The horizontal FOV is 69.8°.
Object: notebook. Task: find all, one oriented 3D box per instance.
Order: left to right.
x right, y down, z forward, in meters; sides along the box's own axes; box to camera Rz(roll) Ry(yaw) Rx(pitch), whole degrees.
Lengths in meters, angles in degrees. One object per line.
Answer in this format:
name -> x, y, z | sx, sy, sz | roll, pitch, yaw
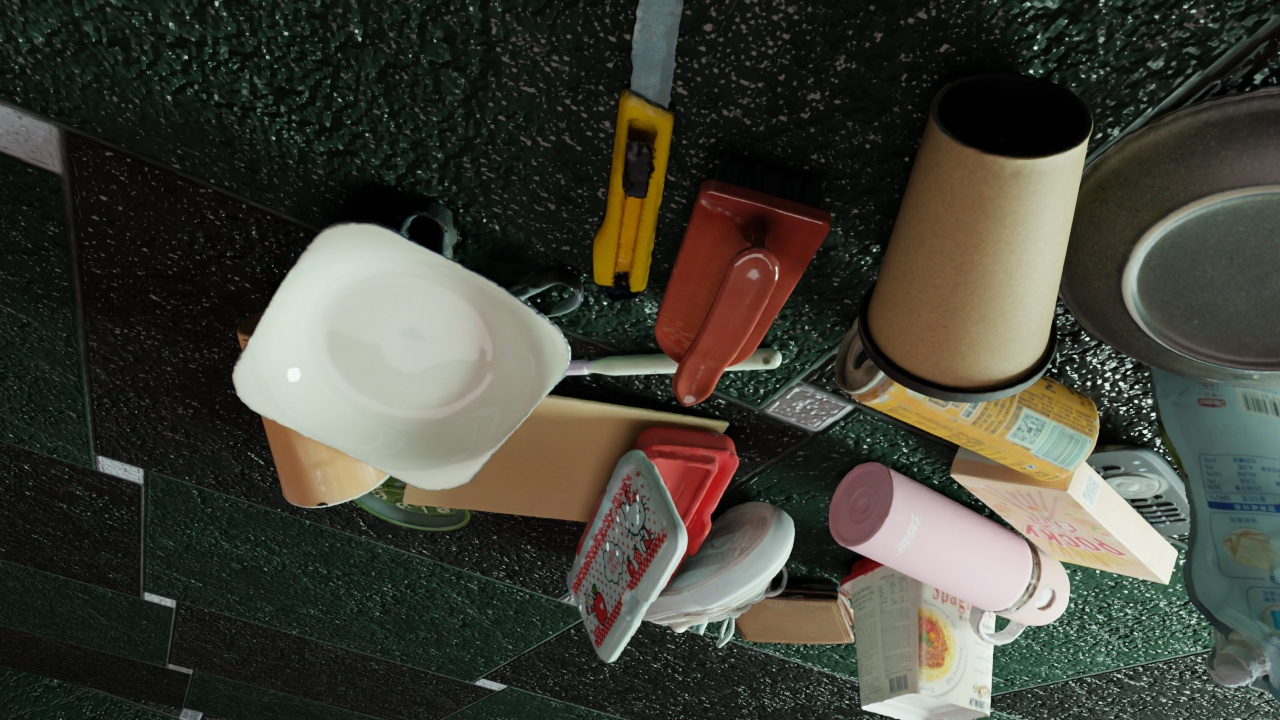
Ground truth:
notebook -> -0.058, 0.074, 0.668 | 0.207, 0.008, 0.148 | 9, 137, -16

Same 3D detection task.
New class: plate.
plate -> -0.141, -0.003, 0.549 | 0.163, 0.034, 0.165 | 31, 121, -24
plate -> 0.276, -0.039, 0.405 | 0.179, 0.024, 0.180 | 18, 146, 12

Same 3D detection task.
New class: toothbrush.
toothbrush -> -0.004, 0.003, 0.592 | 0.190, 0.029, 0.020 | -3, -173, 18

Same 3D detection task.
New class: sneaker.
sneaker -> 0.072, 0.194, 0.787 | 0.090, 0.089, 0.243 | 35, 146, -8

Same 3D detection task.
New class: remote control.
remote control -> 0.327, 0.081, 0.605 | 0.053, 0.024, 0.136 | -14, 140, 42

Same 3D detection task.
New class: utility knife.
utility knife -> -0.003, -0.096, 0.445 | 0.033, 0.015, 0.224 | 9, 147, -1

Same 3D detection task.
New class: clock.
clock -> -0.190, 0.083, 0.732 | 0.116, 0.056, 0.161 | -15, 138, 33

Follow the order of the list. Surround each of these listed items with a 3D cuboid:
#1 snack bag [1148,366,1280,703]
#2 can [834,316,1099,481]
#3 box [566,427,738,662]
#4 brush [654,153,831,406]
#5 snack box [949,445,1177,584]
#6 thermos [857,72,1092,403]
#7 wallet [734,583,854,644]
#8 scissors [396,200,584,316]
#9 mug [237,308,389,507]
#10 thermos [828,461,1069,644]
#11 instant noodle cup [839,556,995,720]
snack bag -> 0.320, 0.086, 0.464 | 0.110, 0.190, 0.039 | 18, 145, -11
can -> 0.187, 0.019, 0.523 | 0.146, 0.058, 0.058 | 23, 145, -17
box -> 0.005, 0.145, 0.674 | 0.095, 0.100, 0.202 | 8, 138, -14
brush -> 0.043, -0.033, 0.478 | 0.063, 0.069, 0.146 | 15, 147, -4
snack box -> 0.290, 0.105, 0.627 | 0.157, 0.026, 0.085 | 36, 161, -31
thermos -> 0.151, -0.050, 0.412 | 0.093, 0.092, 0.143 | 5, 138, 9
wallet -> 0.145, 0.246, 0.904 | 0.125, 0.032, 0.101 | -4, 141, 21
scissors -> -0.114, -0.037, 0.568 | 0.181, 0.014, 0.159 | -6, 142, 25
mug -> -0.216, 0.025, 0.608 | 0.078, 0.078, 0.123 | -1, 117, 18
thermos -> 0.231, 0.150, 0.688 | 0.198, 0.087, 0.067 | 28, -173, -23
instant noodle cup -> 0.235, 0.231, 0.767 | 0.116, 0.124, 0.117 | 20, 146, -13
